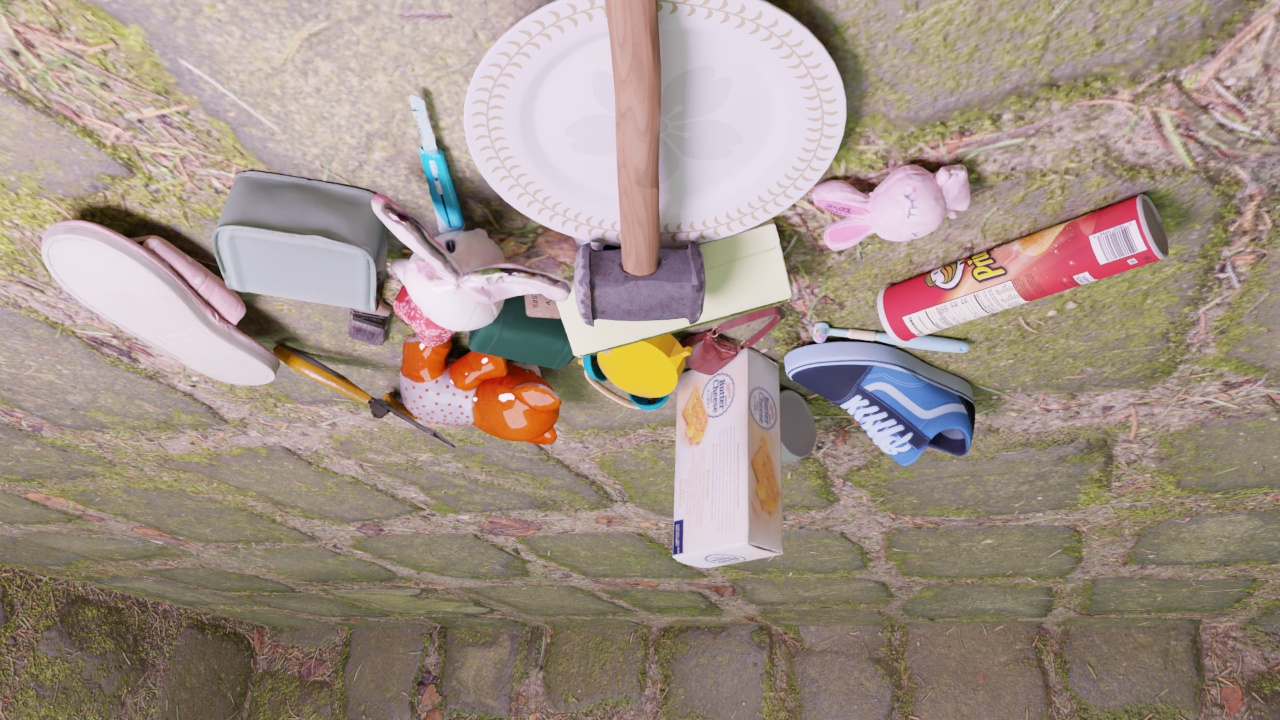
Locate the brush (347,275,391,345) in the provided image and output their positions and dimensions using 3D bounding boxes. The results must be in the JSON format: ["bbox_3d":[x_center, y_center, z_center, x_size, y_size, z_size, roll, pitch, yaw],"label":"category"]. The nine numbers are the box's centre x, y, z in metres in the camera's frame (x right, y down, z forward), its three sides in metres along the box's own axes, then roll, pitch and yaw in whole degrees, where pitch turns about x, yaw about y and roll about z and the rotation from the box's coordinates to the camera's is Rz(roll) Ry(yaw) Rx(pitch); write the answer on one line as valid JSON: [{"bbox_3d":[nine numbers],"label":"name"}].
[{"bbox_3d":[-0.262,-0.049,0.892,0.039,0.012,0.152,11,154,-17],"label":"brush"}]

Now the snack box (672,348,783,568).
[{"bbox_3d":[0.090,0.101,0.944,0.057,0.207,0.104,22,149,-36],"label":"snack box"}]

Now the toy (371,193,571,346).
[{"bbox_3d":[-0.150,-0.063,0.740,0.159,0.084,0.195,23,163,-16],"label":"toy"}]

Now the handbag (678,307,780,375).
[{"bbox_3d":[0.092,-0.023,0.896,0.055,0.029,0.120,25,143,-32],"label":"handbag"}]

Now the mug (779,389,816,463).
[{"bbox_3d":[0.129,0.071,1.047,0.097,0.078,0.112,-21,118,42],"label":"mug"}]

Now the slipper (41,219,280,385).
[{"bbox_3d":[-0.431,-0.054,0.853,0.114,0.054,0.274,-2,152,12],"label":"slipper"}]

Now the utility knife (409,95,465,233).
[{"bbox_3d":[-0.152,-0.141,0.672,0.022,0.015,0.162,1,155,0],"label":"utility knife"}]

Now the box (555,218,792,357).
[{"bbox_3d":[0.030,-0.047,0.761,0.188,0.066,0.127,-14,156,4],"label":"box"}]

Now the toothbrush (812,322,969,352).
[{"bbox_3d":[0.244,-0.020,0.889,0.155,0.016,0.022,6,118,-4],"label":"toothbrush"}]

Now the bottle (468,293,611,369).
[{"bbox_3d":[-0.088,-0.030,0.854,0.131,0.061,0.061,13,152,-20],"label":"bottle"}]

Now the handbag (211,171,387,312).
[{"bbox_3d":[-0.268,-0.092,0.732,0.121,0.067,0.106,7,147,-10],"label":"handbag"}]

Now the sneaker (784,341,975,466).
[{"bbox_3d":[0.255,0.050,0.943,0.241,0.098,0.084,16,153,-26],"label":"sneaker"}]

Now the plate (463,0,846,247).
[{"bbox_3d":[0.009,-0.150,0.594,0.242,0.016,0.243,0,152,0],"label":"plate"}]

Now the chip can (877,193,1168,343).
[{"bbox_3d":[0.297,-0.069,0.734,0.051,0.051,0.215,24,148,-38],"label":"chip can"}]

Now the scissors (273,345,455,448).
[{"bbox_3d":[-0.293,0.043,1.014,0.225,0.016,0.230,28,178,7],"label":"scissors"}]

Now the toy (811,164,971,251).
[{"bbox_3d":[0.181,-0.110,0.664,0.110,0.047,0.063,-7,146,28],"label":"toy"}]

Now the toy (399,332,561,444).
[{"bbox_3d":[-0.166,0.031,0.980,0.172,0.092,0.164,17,152,0],"label":"toy"}]

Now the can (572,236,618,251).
[{"bbox_3d":[-0.033,-0.086,0.759,0.032,0.032,0.095,0,155,8],"label":"can"}]

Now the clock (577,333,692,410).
[{"bbox_3d":[-0.005,0.005,0.922,0.099,0.043,0.130,33,141,-8],"label":"clock"}]

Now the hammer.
[{"bbox_3d":[-0.001,-0.124,0.581,0.098,0.052,0.329,-1,149,0],"label":"hammer"}]
